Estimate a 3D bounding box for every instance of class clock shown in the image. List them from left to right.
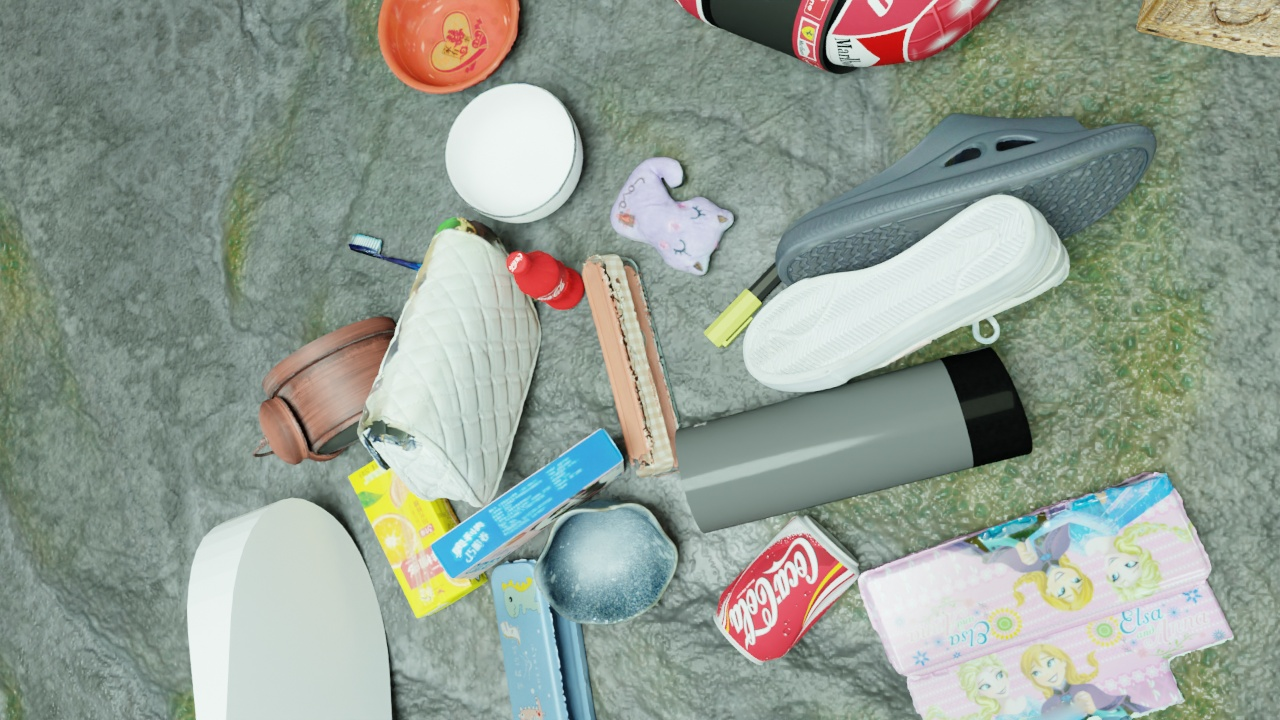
[{"bbox_3d":[-0.253,0.032,0.761,0.157,0.120,0.072,-31,86,0],"label":"clock"}]

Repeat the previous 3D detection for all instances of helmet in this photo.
[{"bbox_3d":[0.163,-0.320,0.658,0.271,0.197,0.224,-44,76,14],"label":"helmet"}]

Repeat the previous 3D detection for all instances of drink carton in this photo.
[{"bbox_3d":[-0.187,0.142,0.771,0.058,0.043,0.134,-31,79,7],"label":"drink carton"}]

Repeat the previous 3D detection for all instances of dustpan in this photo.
[{"bbox_3d":[-0.266,0.234,0.695,0.053,0.191,0.257,-21,56,10],"label":"dustpan"}]

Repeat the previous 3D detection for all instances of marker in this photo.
[{"bbox_3d":[0.101,-0.059,0.737,0.021,0.017,0.124,45,94,13],"label":"marker"}]

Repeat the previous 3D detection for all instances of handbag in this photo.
[{"bbox_3d":[-0.144,0.005,0.700,0.072,0.139,0.194,0,53,16],"label":"handbag"}]

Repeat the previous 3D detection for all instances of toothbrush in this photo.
[{"bbox_3d":[-0.175,-0.080,0.805,0.189,0.016,0.017,18,79,15],"label":"toothbrush"}]

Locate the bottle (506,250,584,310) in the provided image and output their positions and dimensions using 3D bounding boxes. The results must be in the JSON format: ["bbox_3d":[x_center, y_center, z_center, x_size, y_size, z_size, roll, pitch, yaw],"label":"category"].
[{"bbox_3d":[-0.077,-0.066,0.726,0.036,0.119,0.036,-1,84,13],"label":"bottle"}]

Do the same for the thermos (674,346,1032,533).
[{"bbox_3d":[0.152,0.060,0.679,0.241,0.082,0.082,-16,81,11],"label":"thermos"}]

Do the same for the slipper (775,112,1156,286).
[{"bbox_3d":[0.228,-0.124,0.680,0.268,0.110,0.083,-16,61,16],"label":"slipper"}]

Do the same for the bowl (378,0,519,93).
[{"bbox_3d":[-0.161,-0.290,0.806,0.131,0.045,0.130,-1,84,13],"label":"bowl"}]

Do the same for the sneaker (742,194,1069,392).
[{"bbox_3d":[0.189,-0.032,0.666,0.243,0.090,0.089,-27,57,37],"label":"sneaker"}]

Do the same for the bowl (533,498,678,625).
[{"bbox_3d":[-0.029,0.149,0.719,0.110,0.055,0.110,-3,112,-8],"label":"bowl"}]

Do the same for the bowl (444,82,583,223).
[{"bbox_3d":[-0.100,-0.168,0.771,0.113,0.063,0.113,-1,84,13],"label":"bowl"}]

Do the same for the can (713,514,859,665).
[{"bbox_3d":[0.108,0.172,0.688,0.064,0.064,0.105,43,95,13],"label":"can"}]

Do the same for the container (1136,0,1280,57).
[{"bbox_3d":[0.443,-0.327,0.634,0.114,0.112,0.198,17,90,14],"label":"container"}]

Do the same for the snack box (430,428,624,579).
[{"bbox_3d":[-0.083,0.112,0.709,0.154,0.088,0.033,-34,79,-7],"label":"snack box"}]

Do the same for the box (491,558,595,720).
[{"bbox_3d":[-0.079,0.263,0.728,0.068,0.059,0.209,-12,81,14],"label":"box"}]

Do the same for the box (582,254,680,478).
[{"bbox_3d":[-0.003,0.005,0.751,0.056,0.063,0.188,-19,81,47],"label":"box"}]

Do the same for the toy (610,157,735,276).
[{"bbox_3d":[0.026,-0.121,0.751,0.100,0.036,0.080,29,92,16],"label":"toy"}]

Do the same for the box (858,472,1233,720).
[{"bbox_3d":[0.293,0.192,0.659,0.231,0.035,0.159,-23,79,11],"label":"box"}]
